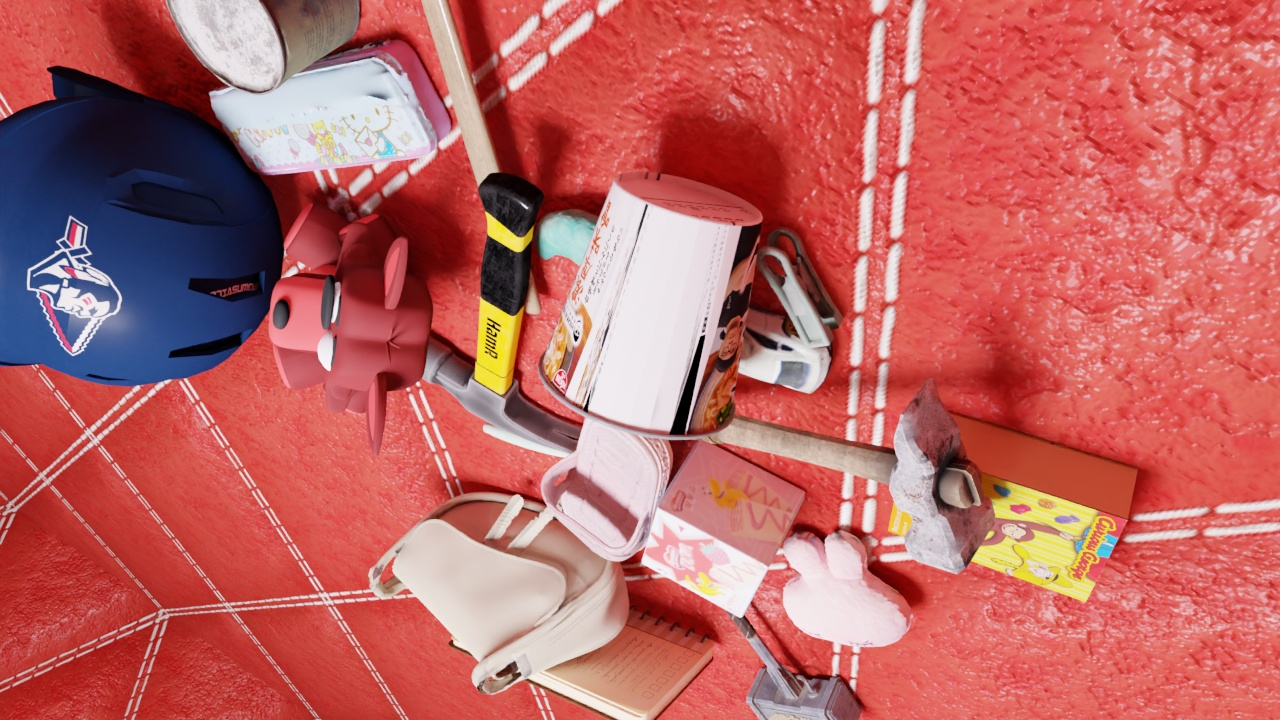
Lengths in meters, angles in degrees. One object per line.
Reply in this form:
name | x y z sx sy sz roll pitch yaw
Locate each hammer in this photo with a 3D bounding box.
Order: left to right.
hammer | -0.109 -0.150 0.574 0.119 0.030 0.332 38 152 34
hammer | -0.101 -0.028 0.688 0.170 0.034 0.325 31 151 5
hammer | 0.090 0.237 0.849 0.099 0.044 0.322 -10 123 44
hammer | 0.076 0.048 0.610 0.319 0.048 0.121 10 138 49

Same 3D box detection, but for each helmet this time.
helmet | -0.404 -0.084 0.705 0.223 0.271 0.233 33 112 17

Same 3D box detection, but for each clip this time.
clip | 0.095 -0.044 0.551 0.023 0.044 0.076 -11 124 43

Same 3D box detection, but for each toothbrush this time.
toothbrush | -0.079 0.083 0.836 0.155 0.015 0.022 17 171 23

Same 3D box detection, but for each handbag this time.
handbag | -0.141 0.200 0.893 0.229 0.183 0.132 24 138 41

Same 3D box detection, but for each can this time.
can | -0.234 -0.225 0.574 0.090 0.074 0.090 20 139 18

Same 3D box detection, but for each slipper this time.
slipper | -0.032 0.113 0.742 0.094 0.064 0.240 39 151 12

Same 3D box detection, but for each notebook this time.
notebook | -0.055 0.284 0.927 0.226 0.167 0.024 14 106 27

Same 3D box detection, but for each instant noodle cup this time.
instant noodle cup | 0.013 -0.038 0.536 0.124 0.123 0.122 23 115 17

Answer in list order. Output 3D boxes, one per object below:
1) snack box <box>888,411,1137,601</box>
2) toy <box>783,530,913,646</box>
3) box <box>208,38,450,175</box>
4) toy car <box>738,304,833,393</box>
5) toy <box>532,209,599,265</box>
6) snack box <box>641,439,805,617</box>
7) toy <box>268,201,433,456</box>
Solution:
snack box | 0.229 0.089 0.579 0.126 0.040 0.088 18 140 23
toy | 0.157 0.181 0.733 0.109 0.053 0.105 -6 112 44
box | -0.227 -0.175 0.656 0.215 0.033 0.076 4 133 36
toy car | 0.073 -0.011 0.601 0.105 0.032 0.048 23 143 18
toy | -0.028 -0.068 0.620 0.105 0.033 0.085 34 158 6
snack box | 0.063 0.133 0.725 0.095 0.079 0.093 28 142 12
toy | -0.219 -0.032 0.697 0.120 0.158 0.197 8 -169 -29
